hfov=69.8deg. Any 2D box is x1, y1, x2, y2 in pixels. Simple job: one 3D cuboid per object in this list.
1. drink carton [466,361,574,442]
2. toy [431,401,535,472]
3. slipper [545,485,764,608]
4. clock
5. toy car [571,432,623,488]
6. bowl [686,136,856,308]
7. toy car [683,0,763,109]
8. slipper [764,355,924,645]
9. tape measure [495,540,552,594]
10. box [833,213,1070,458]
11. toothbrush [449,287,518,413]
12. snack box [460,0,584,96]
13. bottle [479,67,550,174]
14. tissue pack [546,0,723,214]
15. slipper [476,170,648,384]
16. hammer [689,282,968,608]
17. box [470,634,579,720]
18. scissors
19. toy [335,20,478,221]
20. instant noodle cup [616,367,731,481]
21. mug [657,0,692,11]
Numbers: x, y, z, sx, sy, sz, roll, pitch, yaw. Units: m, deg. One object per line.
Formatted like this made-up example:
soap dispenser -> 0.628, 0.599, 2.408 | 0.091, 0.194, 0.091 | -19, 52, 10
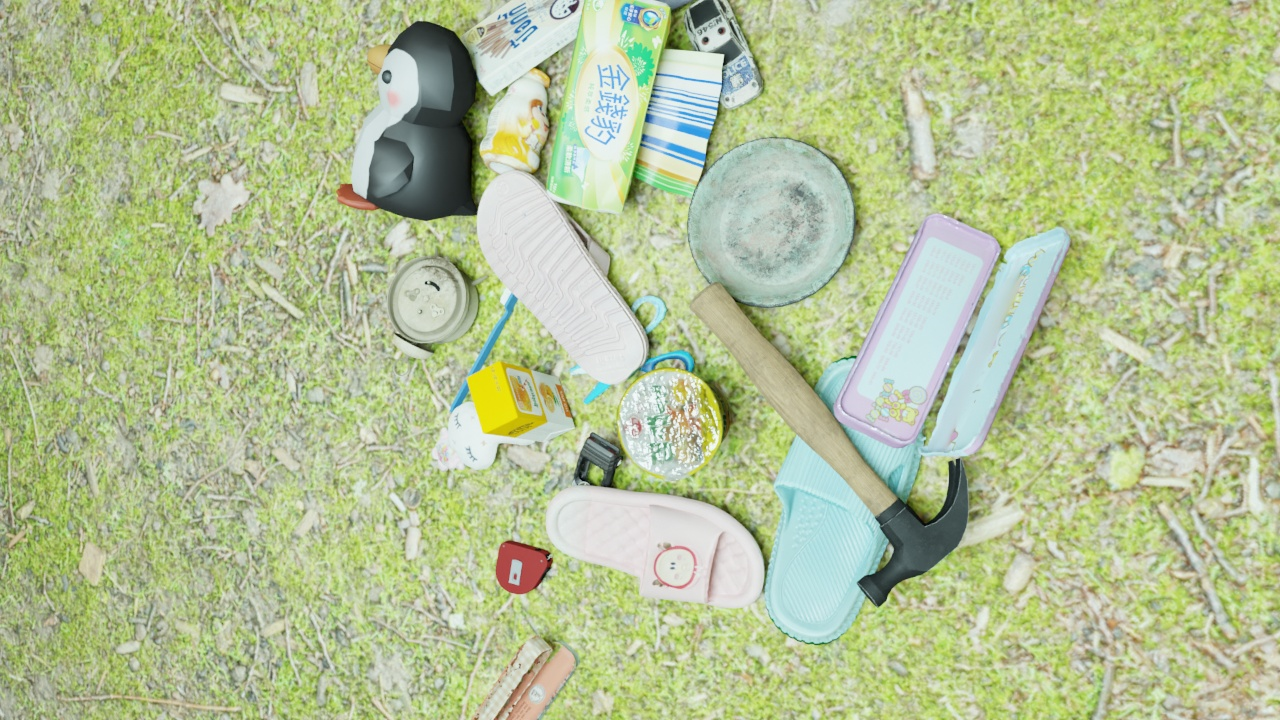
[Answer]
drink carton -> -0.116, 0.044, 0.914 | 0.040, 0.122, 0.058 | -26, 72, 18
toy -> -0.174, 0.079, 0.978 | 0.126, 0.037, 0.076 | -27, 80, 15
slipper -> 0.012, 0.178, 0.885 | 0.222, 0.055, 0.107 | 15, 113, 10
clock -> -0.227, -0.045, 0.987 | 0.093, 0.054, 0.141 | 28, 93, 18
toy car -> -0.047, 0.114, 0.919 | 0.040, 0.037, 0.092 | 31, 133, 15
bowl -> 0.124, -0.128, 0.866 | 0.158, 0.038, 0.157 | 0, 91, 20
toy car -> 0.079, -0.297, 0.880 | 0.049, 0.040, 0.112 | -26, 83, 19
slipper -> 0.179, 0.133, 0.837 | 0.116, 0.069, 0.276 | 17, 97, 16
tape measure -> -0.125, 0.222, 0.972 | 0.059, 0.019, 0.051 | 11, 94, 19
box -> 0.262, -0.021, 0.765 | 0.140, 0.062, 0.213 | 15, 69, 43
toothbrush -> -0.167, -0.016, 0.985 | 0.014, 0.016, 0.167 | 34, 102, 16
snack box -> -0.108, -0.340, 0.930 | 0.150, 0.026, 0.082 | -31, 57, 11
bottle -> -0.124, -0.245, 0.943 | 0.063, 0.063, 0.108 | 13, 81, 19
tissue pack -> 0.000, -0.235, 0.866 | 0.141, 0.120, 0.198 | 13, 112, -5
slipper -> -0.076, -0.082, 0.928 | 0.094, 0.064, 0.239 | -37, 88, 19
hammer -> 0.156, 0.051, 0.802 | 0.132, 0.040, 0.305 | -39, 79, -3
box -> -0.138, 0.370, 0.961 | 0.076, 0.054, 0.187 | 29, 104, -16
scissors -> -0.007, 0.008, 0.931 | 0.113, 0.013, 0.141 | 46, 102, 12
toy -> -0.212, -0.241, 0.922 | 0.140, 0.158, 0.184 | 16, 119, -7
instant noodle cup -> 0.041, 0.057, 0.862 | 0.102, 0.108, 0.102 | 0, 91, 19
mug -> 0.022, -0.403, 0.883 | 0.104, 0.083, 0.124 | -20, 103, 20
